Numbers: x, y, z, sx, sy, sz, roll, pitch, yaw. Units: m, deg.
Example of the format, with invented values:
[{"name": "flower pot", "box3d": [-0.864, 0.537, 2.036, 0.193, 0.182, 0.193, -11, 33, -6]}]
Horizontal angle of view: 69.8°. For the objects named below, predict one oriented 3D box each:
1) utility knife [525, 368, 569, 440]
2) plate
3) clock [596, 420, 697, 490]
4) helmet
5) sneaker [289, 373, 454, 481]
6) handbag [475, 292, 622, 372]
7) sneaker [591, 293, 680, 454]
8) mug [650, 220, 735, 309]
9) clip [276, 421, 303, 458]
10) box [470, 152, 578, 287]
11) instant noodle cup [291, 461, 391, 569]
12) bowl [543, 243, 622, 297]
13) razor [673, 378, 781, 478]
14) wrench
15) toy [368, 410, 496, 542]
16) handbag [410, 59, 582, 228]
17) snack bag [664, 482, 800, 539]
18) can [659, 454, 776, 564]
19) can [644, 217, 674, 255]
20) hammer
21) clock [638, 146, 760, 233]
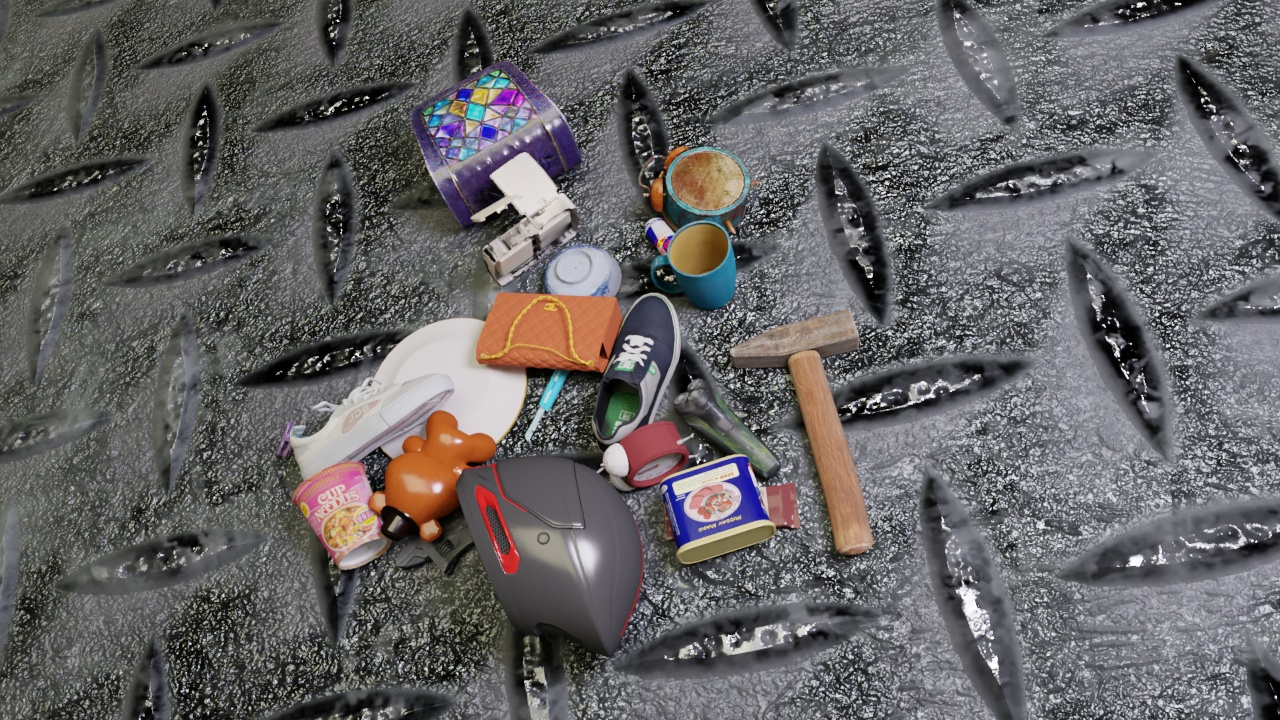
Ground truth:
[{"name": "utility knife", "box3d": [-0.115, 0.041, 1.213, 0.022, 0.015, 0.151, 15, 68, 22]}, {"name": "plate", "box3d": [-0.267, 0.038, 1.246, 0.230, 0.021, 0.229, -6, 62, 10]}, {"name": "clock", "box3d": [0.004, 0.119, 1.104, 0.124, 0.087, 0.044, -25, 61, -5]}, {"name": "helmet", "box3d": [-0.087, 0.208, 1.034, 0.170, 0.164, 0.264, -23, 65, -7]}, {"name": "sneaker", "box3d": [-0.355, 0.068, 1.187, 0.242, 0.089, 0.090, -32, 80, 12]}, {"name": "handbag", "box3d": [-0.123, -0.038, 1.214, 0.172, 0.060, 0.108, 4, 52, 17]}, {"name": "sneaker", "box3d": [-0.007, 0.007, 1.168, 0.084, 0.079, 0.234, 8, 65, 18]}, {"name": "mug", "box3d": [0.070, -0.116, 1.200, 0.112, 0.104, 0.084, -6, 62, 13]}, {"name": "clip", "box3d": [-0.483, 0.110, 1.266, 0.035, 0.013, 0.051, 9, 68, 18]}, {"name": "box", "box3d": [-0.173, -0.209, 1.240, 0.143, 0.193, 0.106, -38, 79, -14]}, {"name": "instant noodle cup", "box3d": [-0.369, 0.198, 1.151, 0.097, 0.098, 0.108, -33, 68, -5]}, {"name": "bowl", "box3d": [-0.086, -0.120, 1.272, 0.114, 0.045, 0.114, -6, 62, 10]}, {"name": "razor", "box3d": [0.107, 0.085, 1.111, 0.151, 0.067, 0.054, 42, 82, 19]}, {"name": "wrench", "box3d": [-0.177, 0.201, 1.141, 0.273, 0.022, 0.073, -25, 53, 0]}, {"name": "toy", "box3d": [-0.263, 0.145, 1.146, 0.112, 0.096, 0.175, 30, 55, 9]}, {"name": "handbag", "box3d": [-0.211, -0.309, 1.354, 0.205, 0.125, 0.222, -30, 58, -4]}, {"name": "snack bag", "box3d": [0.107, 0.180, 1.090, 0.158, 0.013, 0.057, -8, 61, 9]}, {"name": "can", "box3d": [0.086, 0.170, 1.059, 0.116, 0.056, 0.092, -18, 60, 3]}, {"name": "can", "box3d": [0.041, -0.158, 1.269, 0.032, 0.032, 0.095, -33, 61, -5]}, {"name": "hammer", "box3d": [0.214, 0.088, 1.098, 0.158, 0.037, 0.300, -14, 61, 6]}, {"name": "clock", "box3d": [0.074, -0.236, 1.275, 0.158, 0.073, 0.121, 24, 67, 10]}]
